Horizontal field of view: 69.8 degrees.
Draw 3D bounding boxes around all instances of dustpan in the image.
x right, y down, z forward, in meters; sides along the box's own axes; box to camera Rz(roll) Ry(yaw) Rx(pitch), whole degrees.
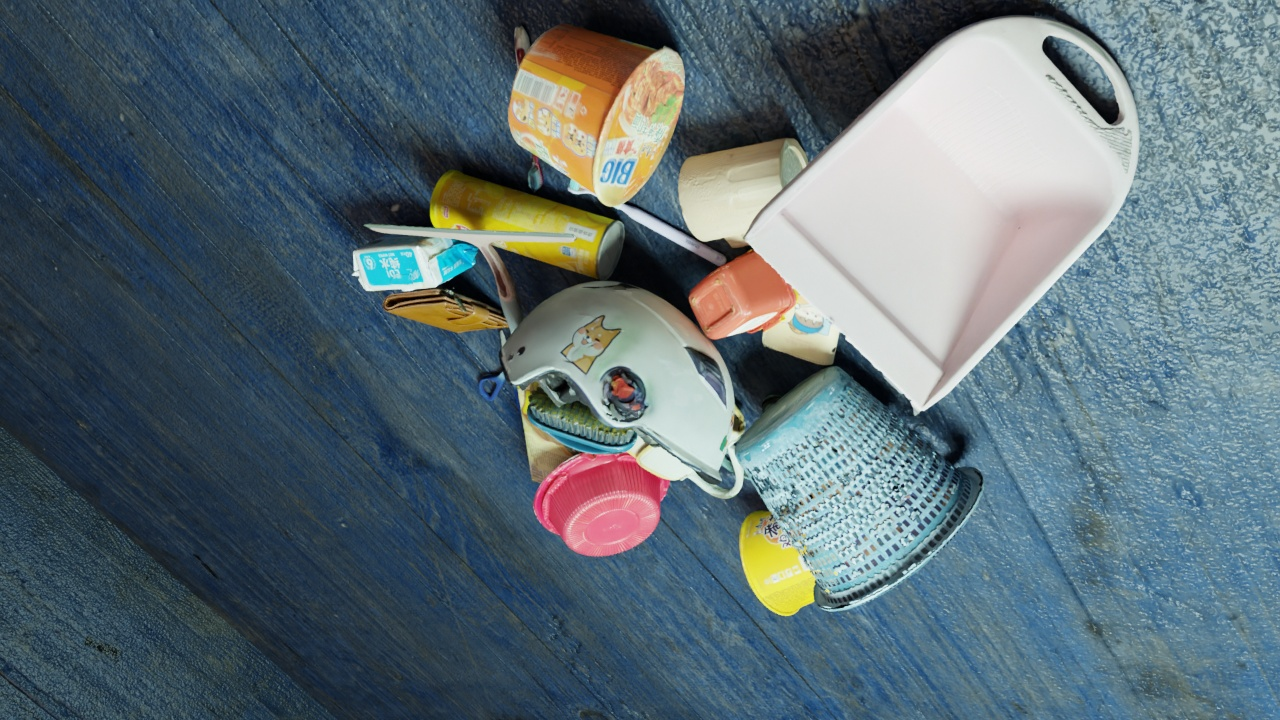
[{"bbox_3d":[0.253,-0.129,0.724,0.222,0.273,0.139,39,163,-12],"label":"dustpan"}]

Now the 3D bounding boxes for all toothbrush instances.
[{"bbox_3d":[-0.119,-0.258,0.963,0.016,0.017,0.188,16,137,17],"label":"toothbrush"},{"bbox_3d":[0.009,-0.151,0.987,0.189,0.029,0.021,29,179,2],"label":"toothbrush"}]

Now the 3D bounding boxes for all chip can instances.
[{"bbox_3d":[-0.128,-0.153,1.030,0.213,0.071,0.072,18,137,15],"label":"chip can"}]

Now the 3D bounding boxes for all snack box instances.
[{"bbox_3d":[0.104,-0.065,0.946,0.091,0.080,0.082,-37,77,55],"label":"snack box"},{"bbox_3d":[-0.097,0.084,1.244,0.114,0.063,0.240,15,136,18],"label":"snack box"}]

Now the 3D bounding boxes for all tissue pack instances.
[{"bbox_3d":[-0.278,-0.125,1.131,0.140,0.089,0.063,0,115,30],"label":"tissue pack"}]

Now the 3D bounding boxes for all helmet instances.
[{"bbox_3d":[-0.006,0.006,0.987,0.274,0.157,0.230,25,176,17],"label":"helmet"}]

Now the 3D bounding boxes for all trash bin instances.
[{"bbox_3d":[0.218,0.122,0.997,0.195,0.225,0.227,50,137,1],"label":"trash bin"}]

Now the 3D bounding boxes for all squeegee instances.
[{"bbox_3d":[-0.158,-0.076,1.063,0.248,0.040,0.250,5,143,17],"label":"squeegee"}]

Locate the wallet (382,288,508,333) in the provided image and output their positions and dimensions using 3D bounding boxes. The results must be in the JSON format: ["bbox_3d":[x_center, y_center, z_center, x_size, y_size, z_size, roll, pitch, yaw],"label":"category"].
[{"bbox_3d":[-0.237,-0.063,1.164,0.119,0.035,0.130,1,170,32],"label":"wallet"}]

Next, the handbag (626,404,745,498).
[{"bbox_3d":[0.065,0.105,1.153,0.179,0.063,0.164,42,139,-2],"label":"handbag"}]

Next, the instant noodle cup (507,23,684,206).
[{"bbox_3d":[-0.044,-0.235,0.853,0.111,0.151,0.152,28,139,17],"label":"instant noodle cup"}]

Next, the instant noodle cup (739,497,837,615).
[{"bbox_3d":[0.209,0.240,1.161,0.110,0.137,0.138,-30,111,35],"label":"instant noodle cup"}]

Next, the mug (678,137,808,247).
[{"bbox_3d":[0.111,-0.153,0.886,0.104,0.084,0.124,-5,151,33],"label":"mug"}]

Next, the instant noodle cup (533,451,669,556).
[{"bbox_3d":[-0.044,0.203,1.246,0.193,0.065,0.194,-11,136,-11],"label":"instant noodle cup"}]

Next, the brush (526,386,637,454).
[{"bbox_3d":[-0.073,0.081,1.137,0.144,0.055,0.074,16,136,11],"label":"brush"}]

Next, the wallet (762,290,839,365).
[{"bbox_3d":[0.172,-0.053,0.977,0.087,0.024,0.115,16,133,16],"label":"wallet"}]

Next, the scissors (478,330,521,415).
[{"bbox_3d":[-0.185,0.020,1.269,0.157,0.012,0.165,-2,131,35],"label":"scissors"}]

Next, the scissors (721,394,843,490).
[{"bbox_3d":[0.168,0.103,1.133,0.170,0.019,0.180,13,134,23],"label":"scissors"}]
